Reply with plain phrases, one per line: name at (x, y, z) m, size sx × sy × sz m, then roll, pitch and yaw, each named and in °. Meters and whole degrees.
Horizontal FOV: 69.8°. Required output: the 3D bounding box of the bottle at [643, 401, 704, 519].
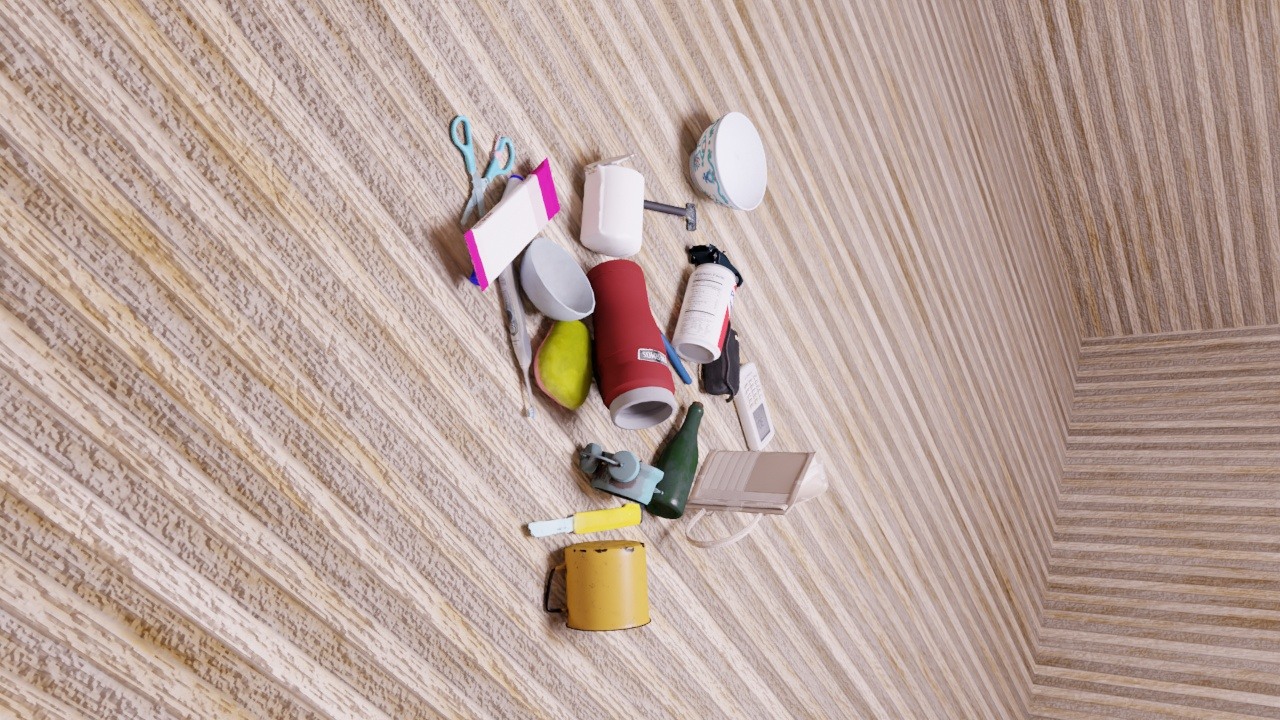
bottle at (0.055, 0.131, 1.262) m, size 0.055 × 0.055 × 0.173 m, roll 50°, pitch 48°, yaw -38°

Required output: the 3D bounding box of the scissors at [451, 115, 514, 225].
scissors at (-0.184, -0.211, 1.011) m, size 0.111 × 0.015 × 0.140 m, roll 46°, pitch 47°, yaw -41°

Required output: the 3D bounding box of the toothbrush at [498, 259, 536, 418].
toothbrush at (-0.138, -0.024, 1.048) m, size 0.024 × 0.022 × 0.185 m, roll -21°, pitch 104°, yaw -52°

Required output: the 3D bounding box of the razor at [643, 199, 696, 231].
razor at (0.042, -0.213, 1.303) m, size 0.144 × 0.022 × 0.043 m, roll 1°, pitch 84°, yaw -53°

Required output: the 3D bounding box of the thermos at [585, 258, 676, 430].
thermos at (-0.022, -0.015, 1.111) m, size 0.083 × 0.108 × 0.198 m, roll 14°, pitch 51°, yaw -38°

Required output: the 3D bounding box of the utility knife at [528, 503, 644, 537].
utility knife at (-0.061, 0.197, 1.130) m, size 0.223 × 0.019 × 0.030 m, roll 7°, pitch 75°, yaw -57°

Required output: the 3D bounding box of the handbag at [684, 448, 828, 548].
handbag at (0.135, 0.196, 1.264) m, size 0.197 × 0.176 × 0.062 m, roll -39°, pitch 117°, yaw -45°

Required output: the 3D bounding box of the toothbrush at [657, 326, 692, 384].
toothbrush at (0.034, -0.024, 1.279) m, size 0.014 × 0.014 × 0.168 m, roll -54°, pitch 132°, yaw -26°

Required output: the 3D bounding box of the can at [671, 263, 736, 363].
can at (0.093, -0.067, 1.316) m, size 0.070 × 0.070 × 0.131 m, roll 42°, pitch 55°, yaw -43°

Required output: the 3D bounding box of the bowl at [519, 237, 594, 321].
bowl at (-0.103, -0.087, 1.066) m, size 0.106 × 0.039 × 0.106 m, roll 42°, pitch 29°, yaw -29°

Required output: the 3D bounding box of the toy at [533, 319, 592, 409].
toy at (-0.086, -0.001, 1.088) m, size 0.090 × 0.051 × 0.109 m, roll 41°, pitch 52°, yaw -41°

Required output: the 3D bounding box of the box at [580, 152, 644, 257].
box at (-0.036, -0.206, 1.155) m, size 0.089 × 0.080 × 0.143 m, roll 14°, pitch 73°, yaw -35°

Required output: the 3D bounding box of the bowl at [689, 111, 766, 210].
bowl at (0.121, -0.291, 1.372) m, size 0.143 × 0.074 × 0.144 m, roll 7°, pitch 81°, yaw -53°

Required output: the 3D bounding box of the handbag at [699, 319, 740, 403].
handbag at (0.127, -0.001, 1.371) m, size 0.079 × 0.054 × 0.128 m, roll 13°, pitch 74°, yaw -56°

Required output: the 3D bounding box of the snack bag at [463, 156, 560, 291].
snack bag at (-0.140, -0.156, 1.028) m, size 0.196 × 0.016 × 0.070 m, roll -58°, pitch 143°, yaw -47°

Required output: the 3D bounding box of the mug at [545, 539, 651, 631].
mug at (-0.051, 0.263, 1.082) m, size 0.123 × 0.101 × 0.094 m, roll -2°, pitch 85°, yaw -12°

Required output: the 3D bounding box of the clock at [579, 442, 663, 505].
clock at (-0.026, 0.138, 1.126) m, size 0.124 × 0.090 × 0.053 m, roll 32°, pitch 71°, yaw -48°

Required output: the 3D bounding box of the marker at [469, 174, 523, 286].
marker at (-0.159, -0.147, 1.032) m, size 0.020 × 0.020 × 0.141 m, roll 42°, pitch 55°, yaw -43°

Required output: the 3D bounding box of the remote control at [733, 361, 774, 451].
remote control at (0.176, 0.073, 1.451) m, size 0.060 × 0.025 × 0.138 m, roll -39°, pitch 117°, yaw -47°

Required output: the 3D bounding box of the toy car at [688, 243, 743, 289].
toy car at (0.114, -0.142, 1.373) m, size 0.112 × 0.046 × 0.034 m, roll 40°, pitch 57°, yaw -45°
